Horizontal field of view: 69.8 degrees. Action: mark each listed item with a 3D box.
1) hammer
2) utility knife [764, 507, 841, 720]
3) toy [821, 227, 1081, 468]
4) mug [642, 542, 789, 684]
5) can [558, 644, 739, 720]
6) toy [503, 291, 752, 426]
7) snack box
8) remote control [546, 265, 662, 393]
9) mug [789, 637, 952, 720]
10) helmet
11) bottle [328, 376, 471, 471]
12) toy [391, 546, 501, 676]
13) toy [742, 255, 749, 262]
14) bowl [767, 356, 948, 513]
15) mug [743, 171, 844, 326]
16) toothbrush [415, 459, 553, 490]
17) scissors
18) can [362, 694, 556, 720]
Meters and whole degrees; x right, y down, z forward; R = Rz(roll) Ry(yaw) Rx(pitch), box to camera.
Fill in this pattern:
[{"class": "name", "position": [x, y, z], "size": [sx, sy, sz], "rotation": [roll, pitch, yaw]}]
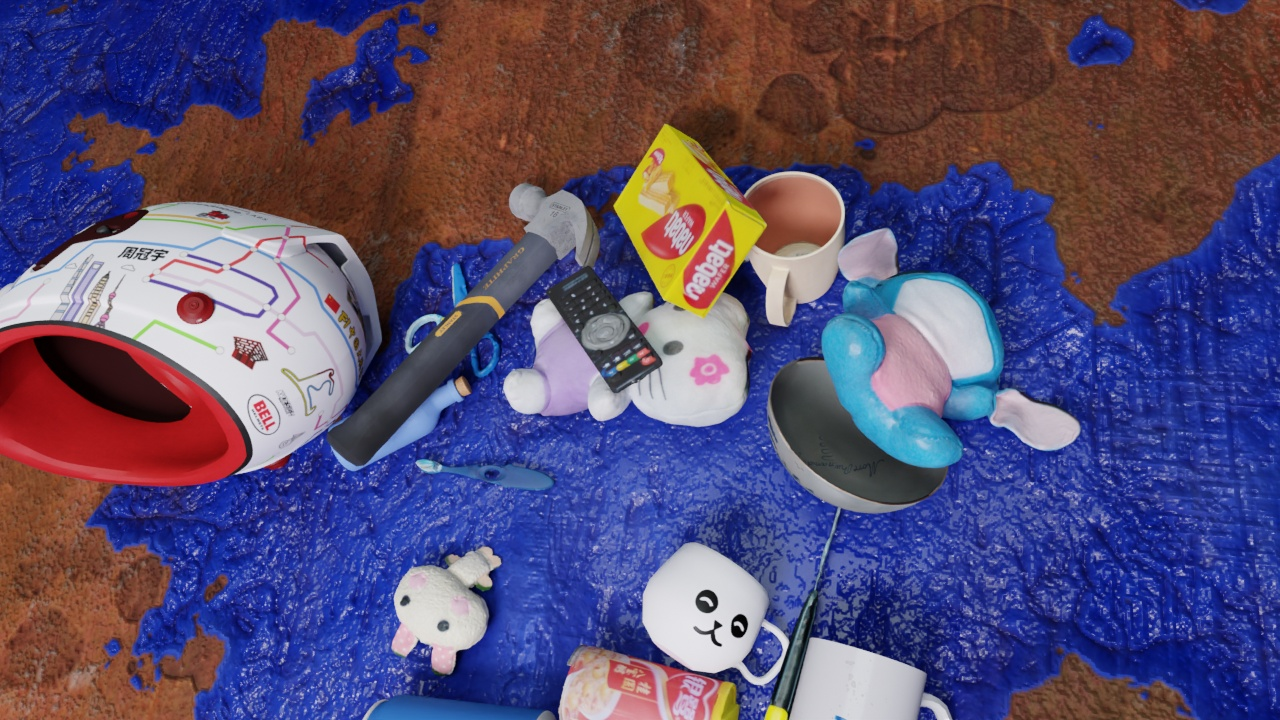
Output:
[{"class": "hammer", "position": [-0.158, -0.035, 0.819], "size": [0.139, 0.035, 0.312], "rotation": [27, 69, 41]}, {"class": "utility knife", "position": [0.117, 0.214, 0.683], "size": [0.020, 0.029, 0.233], "rotation": [17, 68, 13]}, {"class": "toy", "position": [0.217, 0.006, 0.689], "size": [0.224, 0.099, 0.190], "rotation": [48, 42, 5]}, {"class": "mug", "position": [0.058, 0.199, 0.690], "size": [0.124, 0.090, 0.076], "rotation": [39, 71, -7]}, {"class": "can", "position": [0.006, 0.259, 0.681], "size": [0.124, 0.067, 0.066], "rotation": [9, 71, 18]}, {"class": "toy", "position": [-0.005, 0.005, 0.775], "size": [0.210, 0.085, 0.137], "rotation": [-2, 46, 21]}, {"class": "snack box", "position": [0.035, -0.123, 0.773], "size": [0.092, 0.042, 0.200], "rotation": [-56, 28, 20]}, {"class": "remote control", "position": [-0.031, -0.026, 0.744], "size": [0.045, 0.021, 0.140], "rotation": [-32, 46, -4]}, {"class": "mug", "position": [0.164, 0.260, 0.641], "size": [0.119, 0.083, 0.096], "rotation": [21, 73, -8]}, {"class": "helmet", "position": [-0.394, -0.024, 0.810], "size": [0.315, 0.231, 0.235], "rotation": [-1, 41, 9]}, {"class": "bottle", "position": [-0.214, 0.051, 0.833], "size": [0.131, 0.048, 0.048], "rotation": [-27, 64, 2]}, {"class": "toy", "position": [-0.163, 0.203, 0.762], "size": [0.087, 0.050, 0.112], "rotation": [28, 83, 22]}, {"class": "toy", "position": [0.074, -0.124, 0.833], "size": [0.102, 0.050, 0.065], "rotation": [1, 64, 9]}, {"class": "bowl", "position": [0.158, 0.067, 0.711], "size": [0.150, 0.057, 0.150], "rotation": [12, 41, -11]}, {"class": "mug", "position": [0.126, -0.083, 0.770], "size": [0.085, 0.104, 0.111], "rotation": [11, 72, 18]}, {"class": "toothbrush", "position": [-0.139, 0.100, 0.812], "size": [0.132, 0.016, 0.021], "rotation": [5, 72, 17]}, {"class": "scissors", "position": [-0.173, -0.037, 0.881], "size": [0.130, 0.014, 0.125], "rotation": [-15, 67, 5]}, {"class": "can", "position": [-0.135, 0.300, 0.694], "size": [0.146, 0.079, 0.078], "rotation": [1, 68, 15]}]
